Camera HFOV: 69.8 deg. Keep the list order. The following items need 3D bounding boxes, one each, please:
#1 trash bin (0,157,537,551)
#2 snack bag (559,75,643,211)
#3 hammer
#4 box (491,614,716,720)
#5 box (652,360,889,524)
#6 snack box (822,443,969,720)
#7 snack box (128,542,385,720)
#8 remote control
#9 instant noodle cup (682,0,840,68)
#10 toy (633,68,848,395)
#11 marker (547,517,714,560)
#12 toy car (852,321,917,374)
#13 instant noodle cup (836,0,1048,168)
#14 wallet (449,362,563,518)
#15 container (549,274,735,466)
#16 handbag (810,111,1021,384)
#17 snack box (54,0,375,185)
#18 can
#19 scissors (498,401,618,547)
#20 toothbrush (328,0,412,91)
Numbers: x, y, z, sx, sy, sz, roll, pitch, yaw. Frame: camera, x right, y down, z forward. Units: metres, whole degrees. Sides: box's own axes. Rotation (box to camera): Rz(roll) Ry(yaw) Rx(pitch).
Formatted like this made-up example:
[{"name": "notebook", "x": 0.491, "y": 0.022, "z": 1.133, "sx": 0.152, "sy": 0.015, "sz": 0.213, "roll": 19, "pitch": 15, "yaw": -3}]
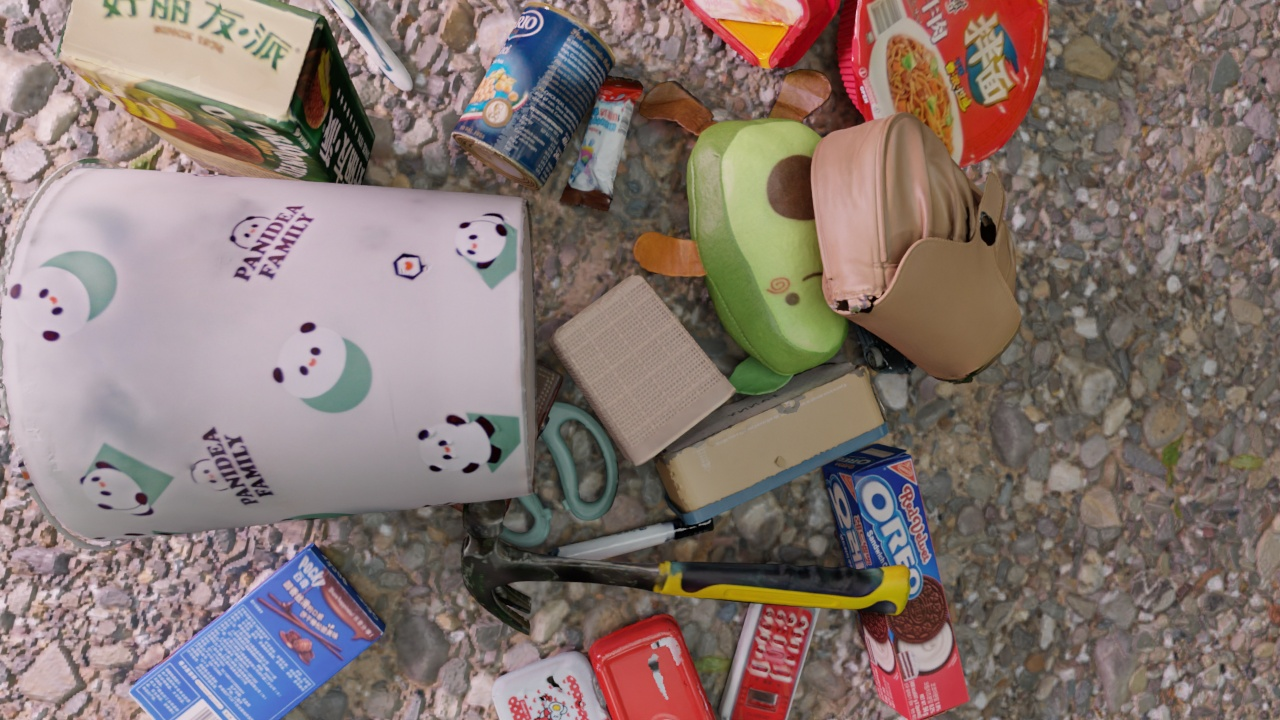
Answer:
[{"name": "trash bin", "x": -0.191, "y": -0.005, "z": 0.557, "sx": 0.252, "sy": 0.229, "sz": 0.229, "roll": -1, "pitch": 92, "yaw": -5}, {"name": "snack bag", "x": -0.028, "y": -0.165, "z": 0.692, "sx": 0.045, "sy": 0.026, "sz": 0.105, "roll": 17, "pitch": 92, "yaw": 23}, {"name": "hammer", "x": 0.033, "y": 0.159, "z": 0.666, "sx": 0.323, "sy": 0.031, "sz": 0.126, "roll": 5, "pitch": 130, "yaw": -5}, {"name": "box", "x": -0.012, "y": 0.311, "z": 0.705, "sx": 0.157, "sy": 0.038, "sz": 0.201, "roll": -20, "pitch": 94, "yaw": -6}, {"name": "box", "x": 0.088, "y": 0.061, "z": 0.690, "sx": 0.184, "sy": 0.090, "sz": 0.059, "roll": -25, "pitch": 96, "yaw": -6}, {"name": "snack box", "x": 0.201, "y": 0.174, "z": 0.729, "sx": 0.057, "sy": 0.058, "sz": 0.207, "roll": -15, "pitch": 94, "yaw": -12}, {"name": "snack box", "x": -0.273, "y": 0.214, "z": 0.662, "sx": 0.157, "sy": 0.026, "sz": 0.084, "roll": -39, "pitch": 98, "yaw": -7}, {"name": "remote control", "x": 0.105, "y": 0.231, "z": 0.732, "sx": 0.056, "sy": 0.020, "sz": 0.136, "roll": 18, "pitch": 89, "yaw": -9}, {"name": "instant noodle cup", "x": 0.109, "y": -0.301, "z": 0.674, "sx": 0.116, "sy": 0.116, "sz": 0.124, "roll": 41, "pitch": 74, "yaw": -3}, {"name": "toy", "x": 0.095, "y": -0.102, "z": 0.681, "sx": 0.226, "sy": 0.090, "sz": 0.246, "roll": -11, "pitch": 84, "yaw": -17}, {"name": "marker", "x": -0.007, "y": 0.140, "z": 0.711, "sx": 0.130, "sy": 0.023, "sz": 0.018, "roll": -13, "pitch": 83, "yaw": -7}, {"name": "toy car", "x": 0.189, "y": -0.038, "z": 0.731, "sx": 0.049, "sy": 0.031, "sz": 0.105, "roll": -22, "pitch": 85, "yaw": -7}, {"name": "instant noodle cup", "x": 0.218, "y": -0.243, "z": 0.696, "sx": 0.193, "sy": 0.066, "sz": 0.194, "roll": -7, "pitch": 104, "yaw": -28}, {"name": "wallet", "x": -0.123, "y": 0.046, "z": 0.668, "sx": 0.101, "sy": 0.032, "sz": 0.124, "roll": 23, "pitch": 88, "yaw": 6}, {"name": "container", "x": -0.004, "y": 0.004, "z": 0.673, "sx": 0.090, "sy": 0.090, "sz": 0.111, "roll": -37, "pitch": 94, "yaw": -7}, {"name": "handbag", "x": 0.199, "y": -0.077, "z": 0.639, "sx": 0.204, "sy": 0.100, "sz": 0.147, "roll": 24, "pitch": 65, "yaw": -44}, {"name": "snack box", "x": -0.234, "y": -0.152, "z": 0.551, "sx": 0.114, "sy": 0.240, "sz": 0.063, "roll": 15, "pitch": 86, "yaw": -9}, {"name": "can", "x": -0.077, "y": -0.187, "z": 0.660, "sx": 0.075, "sy": 0.075, "sz": 0.111, "roll": 30, "pitch": 87, "yaw": -9}, {"name": "scissors", "x": -0.076, "y": 0.046, "z": 0.691, "sx": 0.139, "sy": 0.019, "sz": 0.180, "roll": -13, "pitch": 87, "yaw": 1}, {"name": "toothbrush", "x": -0.228, "y": -0.273, "z": 0.660, "sx": 0.016, "sy": 0.018, "sz": 0.191, "roll": -40, "pitch": 97, "yaw": -7}]
